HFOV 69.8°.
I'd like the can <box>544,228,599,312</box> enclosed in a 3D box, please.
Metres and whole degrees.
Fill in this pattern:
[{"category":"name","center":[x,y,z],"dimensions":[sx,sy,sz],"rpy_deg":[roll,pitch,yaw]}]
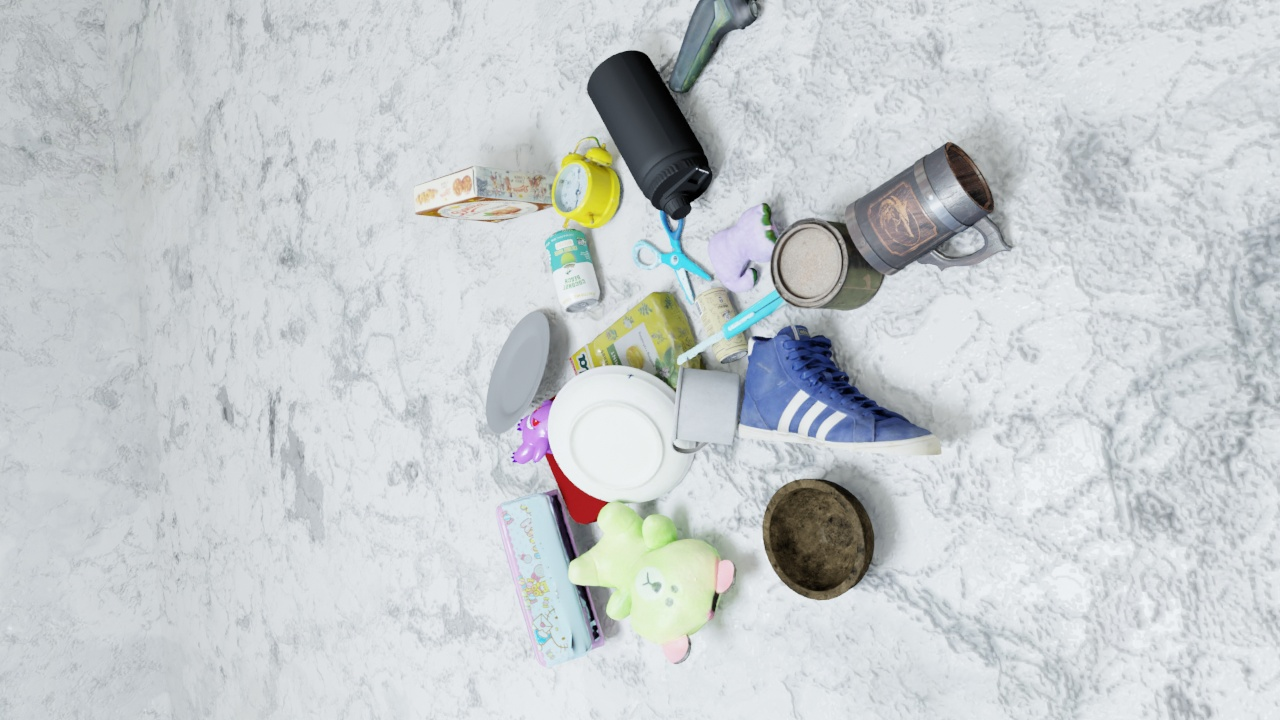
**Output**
[{"category":"can","center":[-0.089,-0.117,1.199],"dimensions":[0.055,0.054,0.101],"rpy_deg":[-27,73,42]}]

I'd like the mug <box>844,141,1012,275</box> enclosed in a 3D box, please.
[{"category":"mug","center":[0.267,-0.125,0.847],"dimensions":[0.107,0.079,0.116],"rpy_deg":[-34,97,39]}]

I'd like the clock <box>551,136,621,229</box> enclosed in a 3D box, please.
[{"category":"clock","center":[-0.069,-0.227,1.176],"dimensions":[0.083,0.057,0.118],"rpy_deg":[-1,83,44]}]

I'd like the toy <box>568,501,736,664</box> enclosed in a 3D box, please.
[{"category":"toy","center":[0.019,0.256,1.084],"dimensions":[0.197,0.107,0.150],"rpy_deg":[31,97,30]}]

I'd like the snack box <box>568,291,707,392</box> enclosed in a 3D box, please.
[{"category":"snack box","center":[-0.007,0.007,1.131],"dimensions":[0.181,0.045,0.121],"rpy_deg":[-37,67,39]}]

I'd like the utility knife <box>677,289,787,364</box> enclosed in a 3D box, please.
[{"category":"utility knife","center":[0.109,-0.038,1.001],"dimensions":[0.167,0.015,0.022],"rpy_deg":[-35,77,19]}]

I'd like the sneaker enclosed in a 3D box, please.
[{"category":"sneaker","center":[0.194,0.024,0.912],"dimensions":[0.233,0.091,0.118],"rpy_deg":[1,90,52]}]

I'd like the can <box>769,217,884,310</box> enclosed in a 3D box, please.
[{"category":"can","center":[0.186,-0.095,0.918],"dimensions":[0.090,0.074,0.090],"rpy_deg":[2,93,44]}]

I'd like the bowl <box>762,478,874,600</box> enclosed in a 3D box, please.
[{"category":"bowl","center":[0.190,0.178,0.938],"dimensions":[0.121,0.056,0.121],"rpy_deg":[2,93,44]}]

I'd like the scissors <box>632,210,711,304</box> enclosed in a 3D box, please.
[{"category":"scissors","center":[0.045,-0.134,1.099],"dimensions":[0.140,0.013,0.118],"rpy_deg":[37,116,40]}]

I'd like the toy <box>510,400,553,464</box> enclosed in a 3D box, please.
[{"category":"toy","center":[-0.120,0.088,1.177],"dimensions":[0.088,0.056,0.105],"rpy_deg":[-51,24,39]}]

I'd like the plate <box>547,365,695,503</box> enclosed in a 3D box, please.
[{"category":"plate","center":[-0.027,0.096,1.092],"dimensions":[0.182,0.034,0.182],"rpy_deg":[4,111,11]}]

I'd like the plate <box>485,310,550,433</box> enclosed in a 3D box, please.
[{"category":"plate","center":[-0.167,0.017,1.271],"dimensions":[0.179,0.012,0.178],"rpy_deg":[-39,40,42]}]

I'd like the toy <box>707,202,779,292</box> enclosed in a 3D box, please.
[{"category":"toy","center":[0.118,-0.121,1.013],"dimensions":[0.100,0.036,0.080],"rpy_deg":[-27,83,47]}]

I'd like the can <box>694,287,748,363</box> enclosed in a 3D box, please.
[{"category":"can","center":[0.092,-0.039,1.038],"dimensions":[0.038,0.038,0.079],"rpy_deg":[-34,68,40]}]

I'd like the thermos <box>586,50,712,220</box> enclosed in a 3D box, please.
[{"category":"thermos","center":[0.016,-0.259,1.070],"dimensions":[0.086,0.086,0.198],"rpy_deg":[-43,63,36]}]

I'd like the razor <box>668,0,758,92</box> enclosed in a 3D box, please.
[{"category":"razor","center":[0.080,-0.363,1.035],"dimensions":[0.067,0.053,0.152],"rpy_deg":[45,128,14]}]

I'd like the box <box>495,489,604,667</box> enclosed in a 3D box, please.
[{"category":"box","center":[-0.122,0.282,1.193],"dimensions":[0.090,0.091,0.214],"rpy_deg":[125,128,-72]}]

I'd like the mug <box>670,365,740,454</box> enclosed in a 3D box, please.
[{"category":"mug","center":[0.071,0.062,1.025],"dimensions":[0.070,0.084,0.113],"rpy_deg":[6,126,4]}]

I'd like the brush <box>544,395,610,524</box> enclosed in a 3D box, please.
[{"category":"brush","center":[-0.078,0.128,1.207],"dimensions":[0.082,0.041,0.173],"rpy_deg":[-43,63,36]}]

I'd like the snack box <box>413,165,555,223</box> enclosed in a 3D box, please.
[{"category":"snack box","center":[-0.209,-0.224,1.250],"dimensions":[0.143,0.146,0.041],"rpy_deg":[-5,89,44]}]
